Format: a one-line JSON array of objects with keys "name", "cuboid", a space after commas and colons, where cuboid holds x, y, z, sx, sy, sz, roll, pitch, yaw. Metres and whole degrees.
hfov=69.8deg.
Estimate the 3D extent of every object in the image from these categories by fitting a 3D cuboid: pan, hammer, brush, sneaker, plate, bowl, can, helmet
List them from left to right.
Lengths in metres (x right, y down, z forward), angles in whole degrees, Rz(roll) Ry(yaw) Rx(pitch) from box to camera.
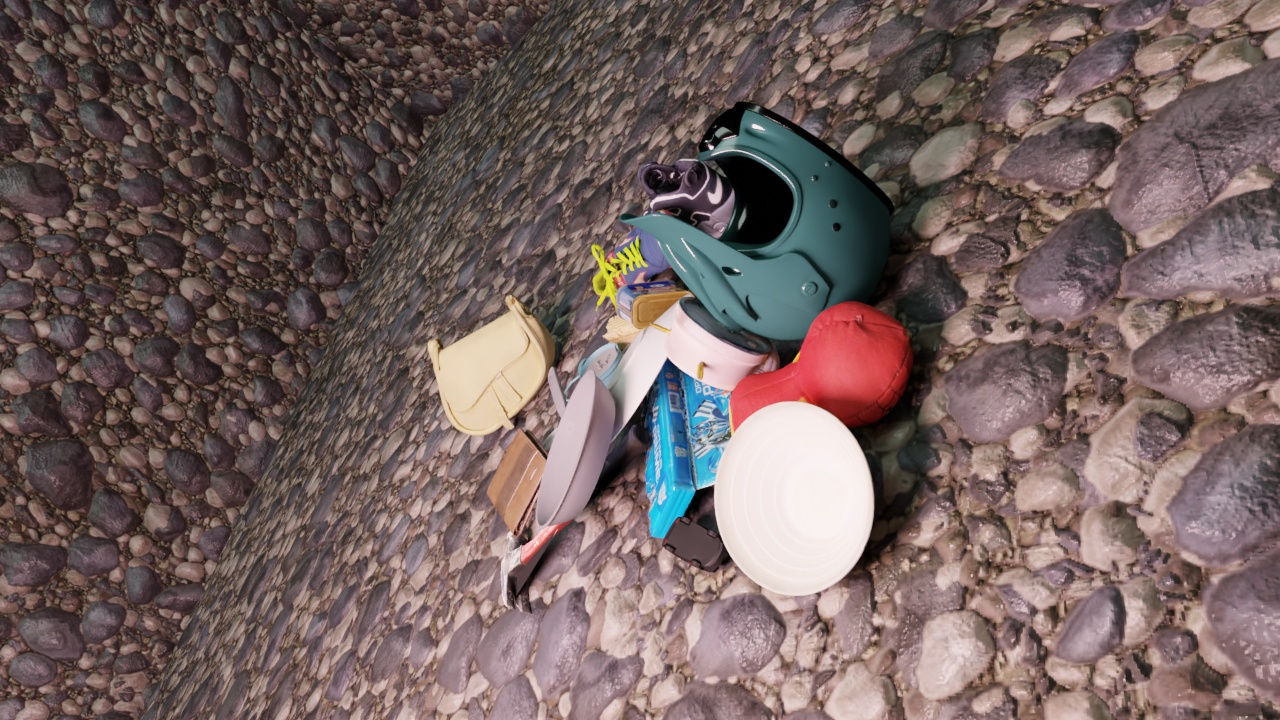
[{"name": "pan", "cuboid": [-0.091, 0.083, 1.184, 0.356, 0.050, 0.201, -107, 38, -69]}, {"name": "hammer", "cuboid": [-0.089, 0.199, 1.179, 0.327, 0.036, 0.140, -49, 27, 31]}, {"name": "brush", "cuboid": [-0.012, -0.050, 1.368, 0.117, 0.039, 0.049, -16, 47, 54]}, {"name": "sneaker", "cuboid": [-0.010, -0.142, 1.346, 0.242, 0.091, 0.116, 138, 115, -67]}, {"name": "plate", "cuboid": [-0.007, 0.007, 1.167, 0.229, 0.030, 0.229, -58, 7, 10]}, {"name": "can", "cuboid": [0.021, -0.078, 1.286, 0.059, 0.099, 0.054, -139, 45, -61]}, {"name": "sneaker", "cuboid": [0.042, -0.237, 1.365, 0.253, 0.150, 0.097, -4, 57, 57]}, {"name": "helmet", "cuboid": [0.129, -0.131, 0.979, 0.200, 0.274, 0.176, -58, 20, -2]}, {"name": "bowl", "cuboid": [0.154, 0.128, 0.858, 0.177, 0.057, 0.176, -9, 77, 44]}]

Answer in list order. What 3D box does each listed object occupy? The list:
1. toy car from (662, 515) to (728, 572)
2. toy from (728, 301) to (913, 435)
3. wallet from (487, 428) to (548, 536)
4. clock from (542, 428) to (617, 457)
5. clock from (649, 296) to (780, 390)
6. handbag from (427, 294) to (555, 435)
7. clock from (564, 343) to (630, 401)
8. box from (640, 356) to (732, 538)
[{"name": "toy car", "cuboid": [0.062, 0.199, 0.985, 0.092, 0.036, 0.042, 18, 73, 51]}, {"name": "toy", "cuboid": [0.179, 0.027, 0.928, 0.217, 0.098, 0.147, -41, 38, 35]}, {"name": "wallet", "cuboid": [-0.166, 0.166, 1.271, 0.098, 0.027, 0.121, 44, 110, 50]}, {"name": "clock", "cuboid": [-0.091, 0.133, 1.271, 0.160, 0.061, 0.119, -41, 31, 29]}, {"name": "clock", "cuboid": [0.096, -0.016, 1.038, 0.117, 0.157, 0.059, 46, 117, 38]}, {"name": "handbag", "cuboid": [-0.245, 0.014, 1.536, 0.233, 0.191, 0.088, -28, 19, 21]}, {"name": "clock", "cuboid": [-0.069, 0.020, 1.358, 0.123, 0.042, 0.087, -33, 29, 23]}, {"name": "box", "cuboid": [0.055, 0.073, 1.099, 0.171, 0.070, 0.243, -40, 32, 26]}]
